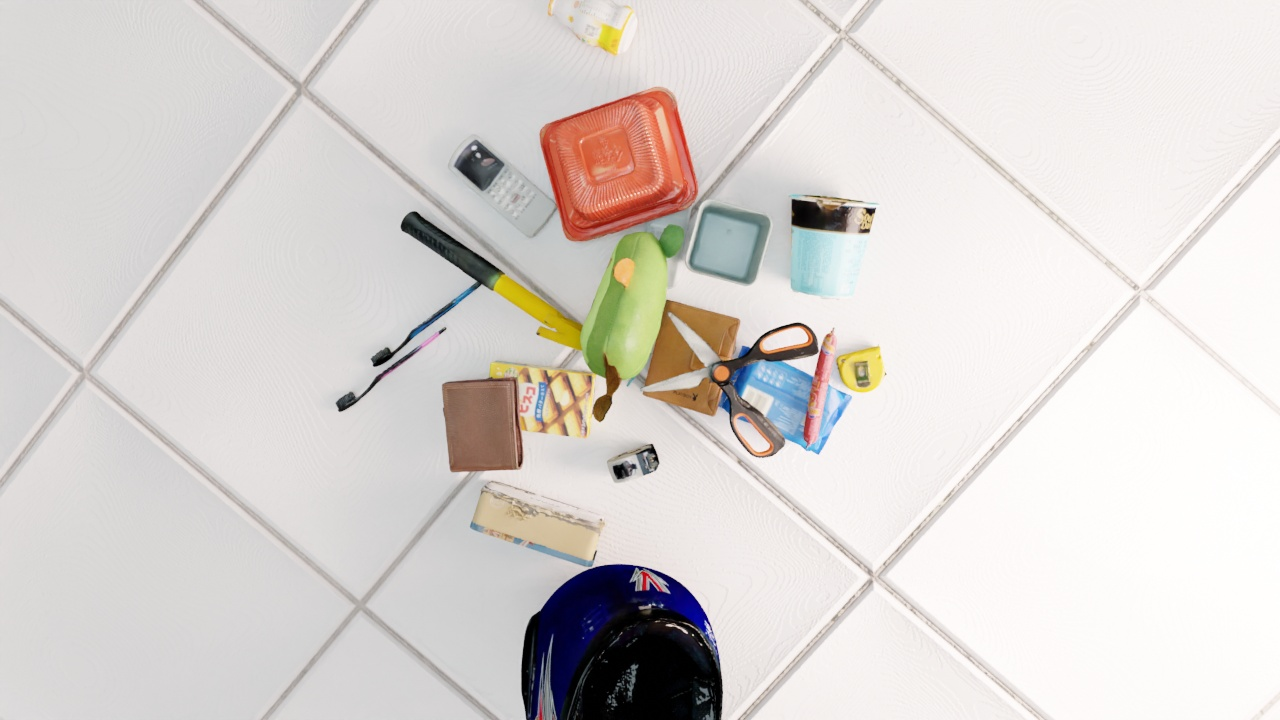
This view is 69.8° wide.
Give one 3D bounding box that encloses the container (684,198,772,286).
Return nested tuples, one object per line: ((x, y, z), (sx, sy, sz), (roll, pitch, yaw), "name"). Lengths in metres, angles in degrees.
((0.107, -0.144, 1.140), (0.090, 0.111, 0.090), (15, 96, 2), "container")

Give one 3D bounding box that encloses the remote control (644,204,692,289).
((0.031, -0.162, 1.189), (0.056, 0.020, 0.136), (11, 97, 4), "remote control")

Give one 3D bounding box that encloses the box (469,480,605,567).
((-0.127, 0.215, 1.205), (0.184, 0.090, 0.061), (20, 90, 3), "box")

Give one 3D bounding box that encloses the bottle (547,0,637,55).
((-0.060, -0.428, 1.147), (0.108, 0.063, 0.063), (24, 97, 1), "bottle")

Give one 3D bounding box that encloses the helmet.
((-0.032, 0.411, 1.138), (0.247, 0.241, 0.315), (10, 87, -19), "helmet")

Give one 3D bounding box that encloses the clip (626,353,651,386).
((-0.008, 0.006, 1.213), (0.054, 0.013, 0.034), (-39, 93, 9), "clip")

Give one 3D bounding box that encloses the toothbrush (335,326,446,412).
((-0.337, 0.010, 1.236), (0.189, 0.014, 0.018), (-37, 80, 6), "toothbrush")

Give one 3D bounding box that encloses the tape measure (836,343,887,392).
((0.287, 0.013, 1.186), (0.060, 0.029, 0.057), (-14, 95, 5), "tape measure")

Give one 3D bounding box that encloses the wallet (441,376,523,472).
((-0.206, 0.085, 1.196), (0.101, 0.032, 0.124), (-3, 95, 12), "wallet")

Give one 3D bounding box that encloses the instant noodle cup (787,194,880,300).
((0.232, -0.141, 1.141), (0.111, 0.111, 0.120), (7, 103, 3), "instant noodle cup")

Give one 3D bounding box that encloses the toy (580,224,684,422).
((-0.019, -0.053, 1.111), (0.090, 0.227, 0.246), (15, 67, 3), "toy")

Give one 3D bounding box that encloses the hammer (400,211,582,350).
((-0.183, -0.101, 1.179), (0.301, 0.128, 0.033), (34, 99, 10), "hammer")

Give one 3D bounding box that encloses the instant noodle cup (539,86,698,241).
((-0.031, -0.249, 1.148), (0.189, 0.079, 0.164), (-17, 87, 10), "instant noodle cup")

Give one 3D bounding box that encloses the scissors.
((0.118, 0.022, 1.138), (0.234, 0.021, 0.221), (-23, 100, 0), "scissors")

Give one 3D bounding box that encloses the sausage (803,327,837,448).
((0.223, 0.034, 1.144), (0.020, 0.020, 0.156), (11, 97, 3), "sausage")

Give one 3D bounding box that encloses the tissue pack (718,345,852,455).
((0.184, 0.050, 1.185), (0.157, 0.052, 0.095), (25, 99, 1), "tissue pack")

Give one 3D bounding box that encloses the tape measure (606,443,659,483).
((-0.010, 0.135, 1.200), (0.066, 0.065, 0.033), (-20, 90, 3), "tape measure")

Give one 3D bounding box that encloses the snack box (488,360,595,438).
((-0.133, 0.051, 1.217), (0.140, 0.033, 0.087), (7, 97, 6), "snack box")

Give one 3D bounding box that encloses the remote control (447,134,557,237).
((-0.181, -0.228, 1.197), (0.150, 0.021, 0.058), (40, 97, -2), "remote control")

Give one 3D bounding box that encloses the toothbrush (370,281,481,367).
((-0.286, -0.051, 1.227), (0.189, 0.014, 0.016), (-37, 69, 6), "toothbrush")

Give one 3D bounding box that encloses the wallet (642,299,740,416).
((0.066, -0.003, 1.188), (0.108, 0.031, 0.132), (17, 98, 21), "wallet")
